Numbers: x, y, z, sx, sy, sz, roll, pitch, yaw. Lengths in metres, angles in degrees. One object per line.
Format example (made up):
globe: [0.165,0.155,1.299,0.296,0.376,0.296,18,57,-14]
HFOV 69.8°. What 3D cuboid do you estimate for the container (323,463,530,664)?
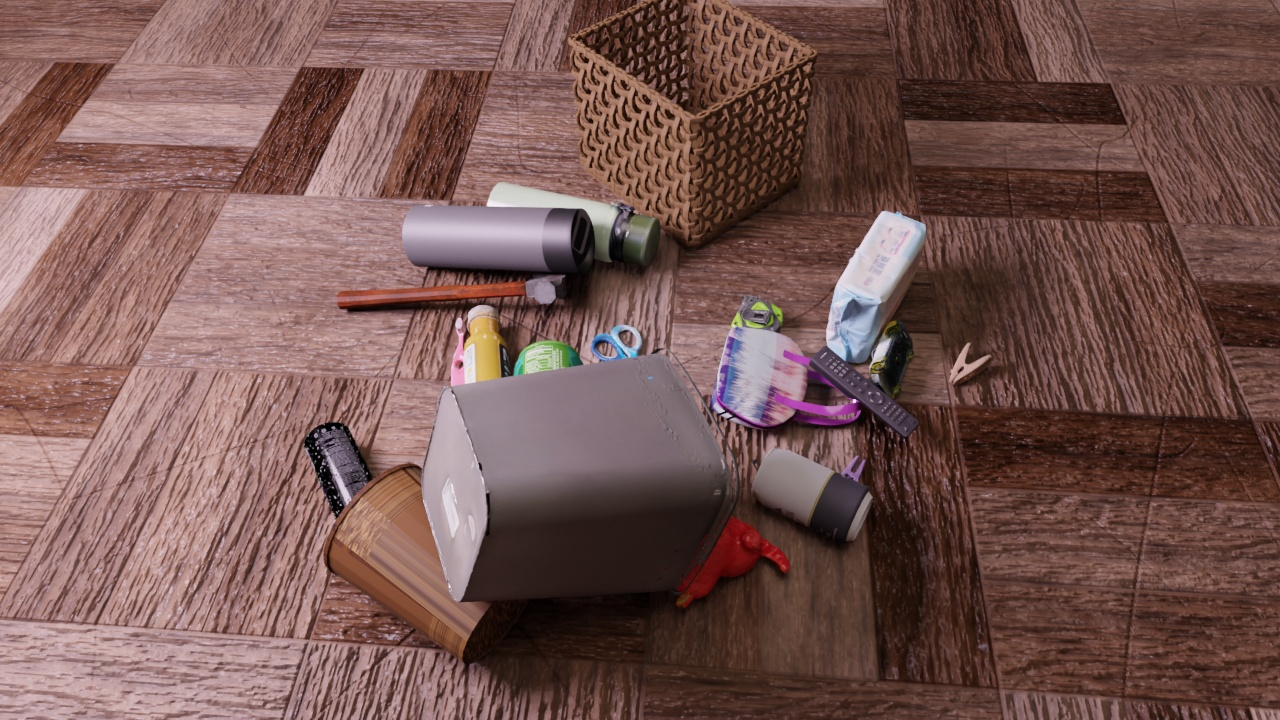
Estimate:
container: [-0.199,0.201,0.892,0.167,0.132,0.131,33,59,19]

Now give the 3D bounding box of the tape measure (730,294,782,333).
tape measure: [0.146,-0.049,1.138,0.059,0.036,0.065,16,52,14]

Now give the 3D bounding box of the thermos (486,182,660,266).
thermos: [-0.087,-0.184,1.230,0.231,0.082,0.082,14,52,14]

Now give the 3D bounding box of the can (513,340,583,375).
can: [-0.101,0.055,1.031,0.083,0.083,0.143,-4,50,-2]

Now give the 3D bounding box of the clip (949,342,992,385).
clip: [0.393,0.009,1.089,0.039,0.024,0.060,23,64,23]

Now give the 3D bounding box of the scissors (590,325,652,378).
scissors: [-0.007,0.007,1.116,0.066,0.015,0.135,-26,56,-19]

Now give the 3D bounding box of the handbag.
handbag: [0.173,0.030,1.061,0.170,0.068,0.144,14,51,5]

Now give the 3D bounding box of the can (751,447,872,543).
can: [0.174,0.138,0.963,0.127,0.064,0.064,24,55,21]

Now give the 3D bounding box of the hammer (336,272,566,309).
hammer: [-0.241,-0.085,1.166,0.301,0.028,0.111,-3,12,10]

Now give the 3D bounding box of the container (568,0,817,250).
container: [0.068,-0.338,1.265,0.219,0.214,0.251,-34,57,-23]

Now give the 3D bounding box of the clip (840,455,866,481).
clip: [0.234,0.130,1.002,0.052,0.014,0.041,-28,54,-17]

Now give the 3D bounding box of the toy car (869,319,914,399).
toy car: [0.293,0.000,1.086,0.033,0.048,0.105,-8,39,40]

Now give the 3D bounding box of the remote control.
remote control: [0.250,0.037,1.031,0.136,0.015,0.032,42,55,15]

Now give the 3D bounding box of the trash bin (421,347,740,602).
trash bin: [-0.067,0.111,0.839,0.219,0.198,0.197,-3,44,-29]

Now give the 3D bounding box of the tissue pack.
tissue pack: [0.281,-0.088,1.115,0.070,0.112,0.181,26,56,20]

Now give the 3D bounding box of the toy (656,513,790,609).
toy: [0.081,0.203,0.929,0.133,0.094,0.088,13,6,-15]

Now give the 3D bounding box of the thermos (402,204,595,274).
thermos: [-0.181,-0.157,1.184,0.241,0.082,0.082,4,50,19]

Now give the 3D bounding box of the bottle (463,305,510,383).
bottle: [-0.182,0.010,1.090,0.053,0.053,0.185,-8,47,-4]

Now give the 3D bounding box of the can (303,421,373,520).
can: [-0.322,0.127,0.999,0.054,0.054,0.137,-26,54,-18]

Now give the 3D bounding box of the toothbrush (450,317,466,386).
toothbrush: [-0.221,0.000,1.125,0.021,0.016,0.134,-9,50,0]
